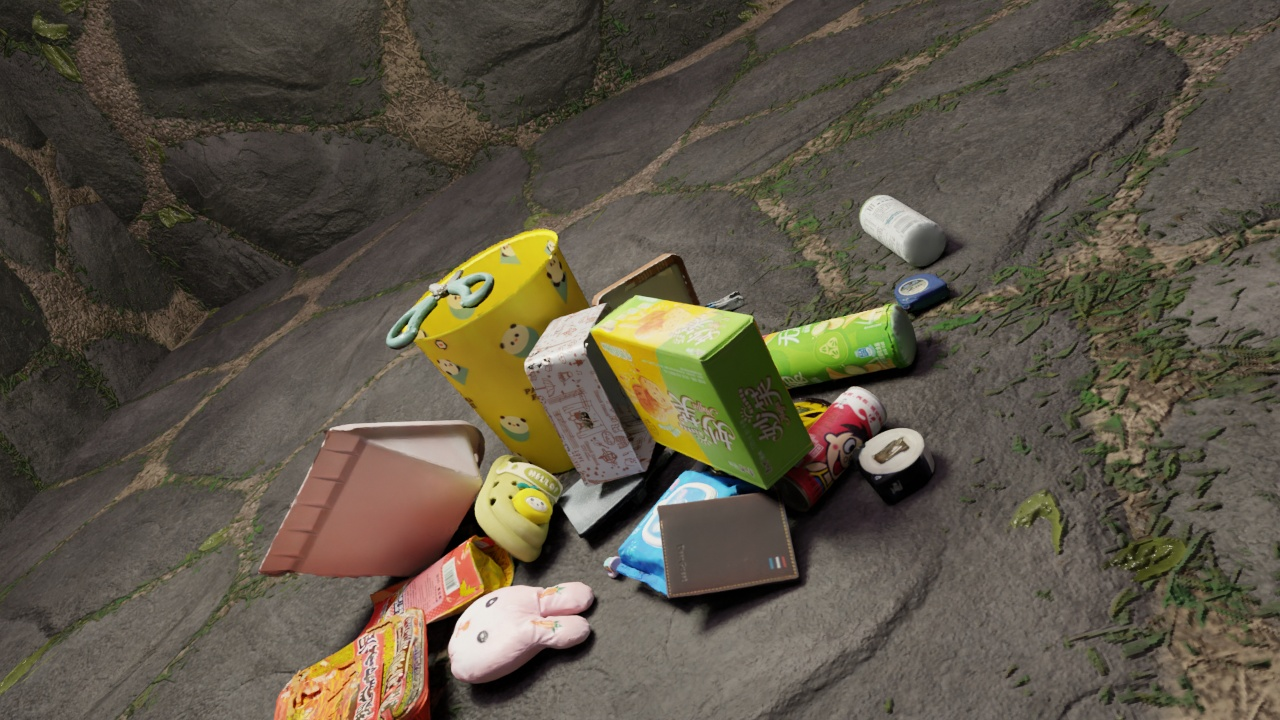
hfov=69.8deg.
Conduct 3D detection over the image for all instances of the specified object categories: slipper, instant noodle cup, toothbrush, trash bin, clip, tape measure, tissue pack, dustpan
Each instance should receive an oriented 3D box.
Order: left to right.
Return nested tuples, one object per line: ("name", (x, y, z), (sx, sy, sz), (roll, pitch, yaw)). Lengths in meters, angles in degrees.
("instant noodle cup", (-0.285, 0.357, 0.937), (0.189, 0.079, 0.164), (-30, 26, 1))
("dustpan", (-0.314, 0.159, 1.137), (0.223, 0.273, 0.138), (-55, 37, 18))
("slipper", (-0.141, 0.158, 1.099), (0.082, 0.091, 0.190), (-49, 17, 14))
("trash bin", (-0.143, -0.003, 1.205), (0.230, 0.255, 0.229), (-26, 26, 14))
("toothbrush", (0.025, 0.162, 1.005), (0.021, 0.029, 0.188), (34, 60, 18))
("toothbrush", (0.042, 0.103, 1.095), (0.012, 0.017, 0.185), (-5, 35, 47))
("tissue pack", (0.050, 0.167, 0.929), (0.156, 0.052, 0.095), (-46, 29, -25))
("clip", (0.120, -0.080, 1.314), (0.057, 0.025, 0.029), (-26, 30, 2))
("tape measure", (0.241, 0.096, 0.866), (0.066, 0.033, 0.065), (-33, 28, 0))
("tape measure", (0.330, -0.080, 1.082), (0.058, 0.025, 0.054), (-25, 25, 5))

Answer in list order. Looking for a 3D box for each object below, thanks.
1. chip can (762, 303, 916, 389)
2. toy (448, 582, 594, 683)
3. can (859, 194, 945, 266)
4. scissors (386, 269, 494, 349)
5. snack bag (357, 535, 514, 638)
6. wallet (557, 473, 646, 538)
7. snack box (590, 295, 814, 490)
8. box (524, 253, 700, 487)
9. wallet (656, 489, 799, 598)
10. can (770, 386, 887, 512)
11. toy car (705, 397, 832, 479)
("chip can", (0.200, -0.008, 1.046), (0.222, 0.072, 0.072), (-14, 31, 33))
("toy", (-0.125, 0.273, 0.943), (0.159, 0.054, 0.121), (-19, 25, 10))
("can", (0.338, -0.171, 1.194), (0.058, 0.058, 0.146), (-30, 26, 4))
("scissors", (-0.230, -0.077, 1.115), (0.180, 0.019, 0.172), (-17, 28, 29))
("snack bag", (-0.251, 0.277, 1.065), (0.208, 0.073, 0.128), (-30, 20, 16))
("wallet", (-0.047, 0.156, 1.077), (0.097, 0.019, 0.121), (-41, 19, -6))
("snack box", (0.056, 0.025, 0.909), (0.070, 0.158, 0.210), (-39, 26, -19))
("box", (-0.016, 0.007, 1.097), (0.124, 0.179, 0.273), (-5, 28, 40))
("wallet", (0.080, 0.171, 0.859), (0.122, 0.020, 0.096), (-9, 51, 4))
("can", (0.187, 0.087, 0.916), (0.132, 0.053, 0.053), (-43, 28, -21))
("toy car", (0.138, 0.081, 0.963), (0.155, 0.041, 0.071), (-23, 20, -26))
